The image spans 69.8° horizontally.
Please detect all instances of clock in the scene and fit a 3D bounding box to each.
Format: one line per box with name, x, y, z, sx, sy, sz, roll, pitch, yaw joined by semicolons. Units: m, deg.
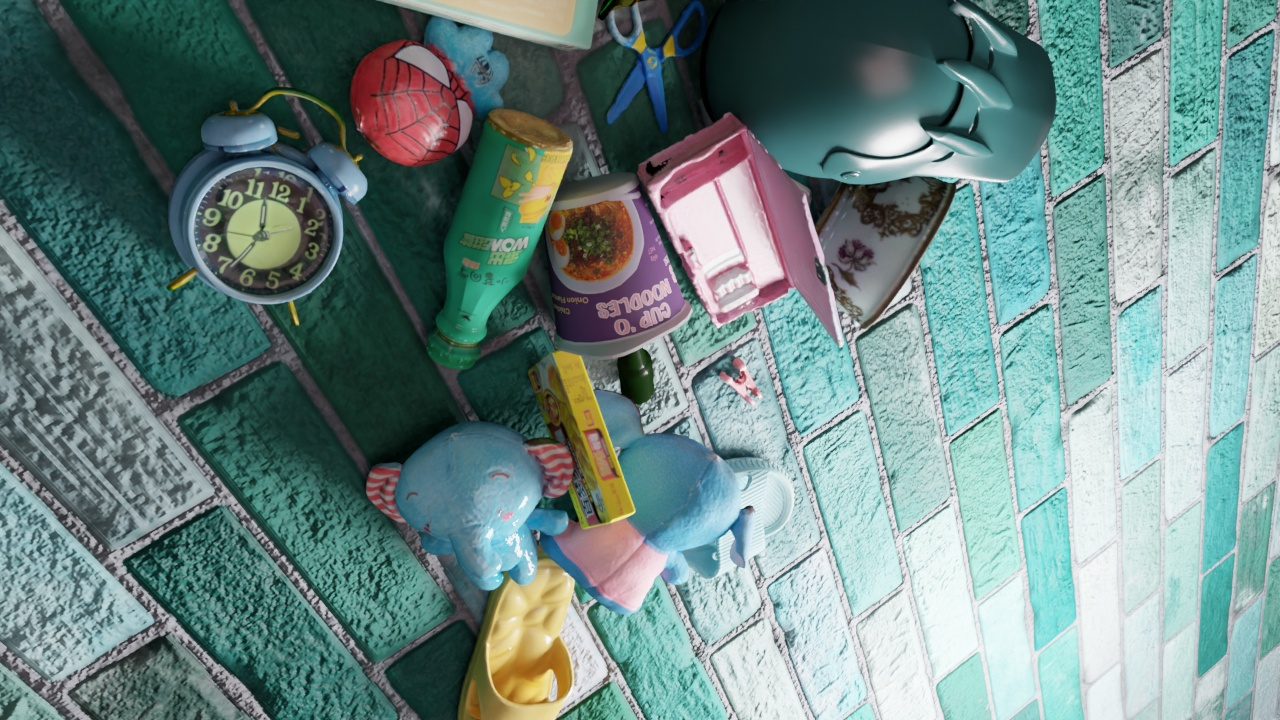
clock;-0.260;-0.111;0.644;0.118;0.060;0.162;15;101;-33

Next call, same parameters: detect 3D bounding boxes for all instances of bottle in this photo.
bottle;-0.005;0.005;0.826;0.033;0.033;0.123;-35;161;-12
bottle;-0.119;-0.088;0.720;0.068;0.068;0.210;7;122;-33

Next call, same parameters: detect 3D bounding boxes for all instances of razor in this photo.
razor;0.029;-0.303;0.725;0.143;0.044;0.021;-34;96;-28

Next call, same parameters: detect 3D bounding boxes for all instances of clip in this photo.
clip;0.107;0.019;0.946;0.060;0.023;0.045;23;102;-30

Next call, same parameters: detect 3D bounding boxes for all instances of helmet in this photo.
helmet;0.194;-0.229;0.748;0.274;0.200;0.176;6;100;-34

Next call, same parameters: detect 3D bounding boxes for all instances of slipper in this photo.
slipper;0.061;0.168;0.964;0.275;0.069;0.116;-4;111;-28
slipper;-0.119;0.314;0.924;0.099;0.078;0.264;3;111;-29

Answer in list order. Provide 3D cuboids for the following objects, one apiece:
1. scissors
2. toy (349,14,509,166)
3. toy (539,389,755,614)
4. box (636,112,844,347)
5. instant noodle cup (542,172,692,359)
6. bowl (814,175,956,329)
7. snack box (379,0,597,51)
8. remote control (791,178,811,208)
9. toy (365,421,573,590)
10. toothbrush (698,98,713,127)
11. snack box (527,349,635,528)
scissors;0.004;-0.252;0.756;0.123;0.016;0.125;32;94;-33
toy;-0.149;-0.196;0.668;0.132;0.062;0.092;-43;135;-20
toy;-0.004;0.142;0.865;0.191;0.099;0.224;-43;100;10
box;0.092;-0.082;0.773;0.106;0.115;0.233;-27;147;3
instant noodle cup;-0.030;-0.083;0.757;0.122;0.136;0.122;-10;112;10
bowl;0.218;-0.121;0.881;0.094;0.159;0.160;31;97;4
snack box;-0.114;-0.307;0.630;0.193;0.044;0.141;3;102;-32
remote control;0.114;-0.152;0.845;0.133;0.022;0.050;13;91;-49
toy;-0.141;0.140;0.802;0.183;0.114;0.181;-10;117;1
toothbrush;0.087;-0.155;0.849;0.019;0.018;0.188;-37;127;-23
snack box;-0.053;0.069;0.796;0.025;0.075;0.152;-17;84;-26
